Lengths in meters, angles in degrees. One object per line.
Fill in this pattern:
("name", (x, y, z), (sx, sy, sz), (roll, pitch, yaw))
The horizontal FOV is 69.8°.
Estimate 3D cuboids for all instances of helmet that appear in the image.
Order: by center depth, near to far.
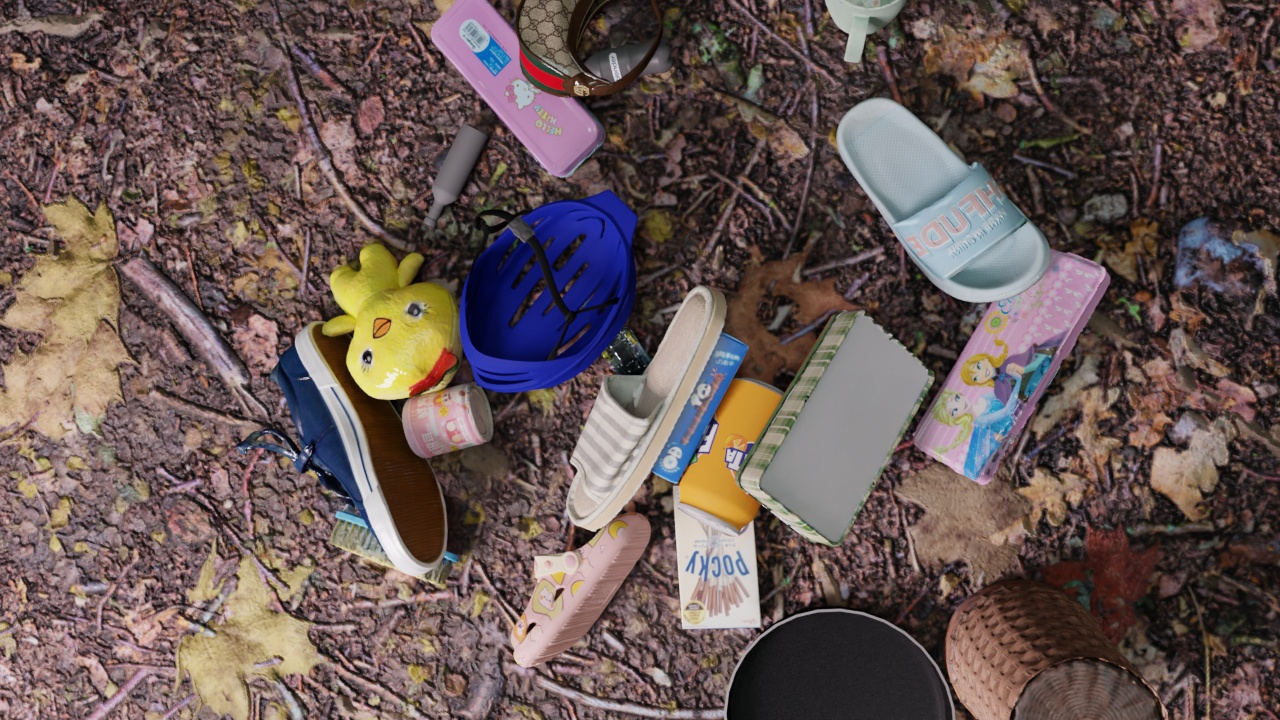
("helmet", (-0.104, -0.063, 0.866), (0.148, 0.227, 0.242), (46, 100, 13))

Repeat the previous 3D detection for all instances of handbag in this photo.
("handbag", (-0.046, -0.338, 0.918), (0.138, 0.063, 0.166), (20, 70, 5))

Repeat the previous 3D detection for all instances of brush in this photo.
("brush", (-0.255, 0.186, 0.983), (0.136, 0.055, 0.075), (18, 72, 8))

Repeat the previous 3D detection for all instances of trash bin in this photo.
("trash bin", (0.365, 0.293, 0.812), (0.151, 0.210, 0.151), (0, 92, 9))

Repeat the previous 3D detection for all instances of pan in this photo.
("pan", (0.252, 0.397, 0.919), (0.356, 0.034, 0.225), (35, 96, 6))

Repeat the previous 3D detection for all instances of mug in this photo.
("mug", (0.212, -0.341, 0.874), (0.084, 0.104, 0.111), (11, 92, 8))

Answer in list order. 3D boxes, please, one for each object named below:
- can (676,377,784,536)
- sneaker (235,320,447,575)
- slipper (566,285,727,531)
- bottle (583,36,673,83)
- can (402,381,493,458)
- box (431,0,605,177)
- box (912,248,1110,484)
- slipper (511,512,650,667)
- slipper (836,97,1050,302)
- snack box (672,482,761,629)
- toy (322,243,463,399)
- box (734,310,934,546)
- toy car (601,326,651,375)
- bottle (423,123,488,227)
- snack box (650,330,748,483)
("can", (0.095, 0.093, 0.896), (0.079, 0.079, 0.142), (25, 77, 7))
("sneaker", (-0.311, 0.108, 0.954), (0.127, 0.120, 0.294), (-39, 72, 17))
("slipper", (-0.002, 0.044, 0.896), (0.054, 0.114, 0.273), (26, 104, -27))
("bottle", (-0.022, -0.304, 0.944), (0.110, 0.036, 0.036), (-11, 89, 9))
("can", (-0.202, 0.063, 0.963), (0.076, 0.067, 0.067), (-15, 89, 8))
("box", (-0.128, -0.289, 0.962), (0.076, 0.036, 0.214), (-42, 85, 11))
("box", (0.364, 0.007, 0.893), (0.085, 0.076, 0.230), (35, 98, 44))
("slipper", (-0.070, 0.224, 0.946), (0.081, 0.093, 0.197), (41, 95, 26))
("slipper", (0.280, -0.156, 0.874), (0.104, 0.074, 0.245), (-41, 77, 11))
("snack box", (0.079, 0.199, 0.945), (0.082, 0.026, 0.150), (-5, 90, 8))
("toy", (-0.254, -0.039, 0.955), (0.134, 0.092, 0.207), (-41, 71, 3))
("box", (0.184, 0.061, 0.866), (0.117, 0.050, 0.205), (36, 75, -17))
("toy car", (-0.006, 0.006, 0.952), (0.039, 0.027, 0.090), (-34, 103, 9))
("bottle", (-0.200, -0.194, 0.976), (0.030, 0.030, 0.113), (28, 95, 7))
("snack box", (0.054, 0.041, 0.913), (0.034, 0.087, 0.151), (27, 95, -5))
